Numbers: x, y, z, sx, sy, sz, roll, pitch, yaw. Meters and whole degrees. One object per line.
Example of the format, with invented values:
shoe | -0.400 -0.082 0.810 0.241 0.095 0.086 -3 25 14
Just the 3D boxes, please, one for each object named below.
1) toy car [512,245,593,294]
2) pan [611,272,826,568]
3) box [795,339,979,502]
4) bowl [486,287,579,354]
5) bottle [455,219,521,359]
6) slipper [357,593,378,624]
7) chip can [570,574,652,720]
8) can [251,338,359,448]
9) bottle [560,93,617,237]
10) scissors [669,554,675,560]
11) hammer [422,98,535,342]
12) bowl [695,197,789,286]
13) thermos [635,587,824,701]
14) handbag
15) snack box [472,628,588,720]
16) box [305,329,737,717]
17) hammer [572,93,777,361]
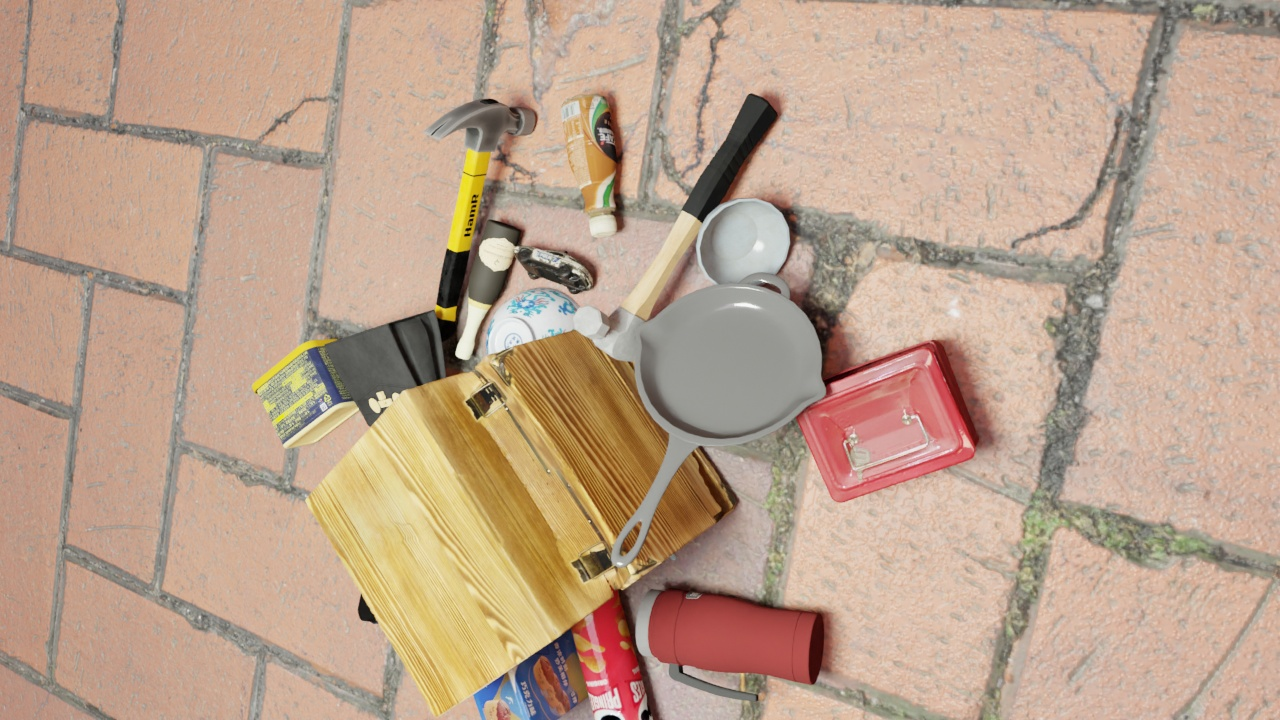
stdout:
toy car | -0.108 -0.119 1.143 0.113 0.048 0.040 21 69 24
pan | 0.062 0.055 0.937 0.217 0.024 0.353 20 66 24
box | 0.254 0.060 0.952 0.158 0.097 0.129 -22 87 21
bowl | -0.142 -0.021 1.145 0.144 0.074 0.144 1 92 26
bottle | -0.204 -0.088 1.189 0.045 0.045 0.185 25 102 23
slipper | -0.275 0.239 1.223 0.265 0.083 0.109 -59 30 2
chip can | -0.035 0.374 1.107 0.073 0.073 0.233 -19 82 25
can | -0.470 0.048 1.308 0.135 0.075 0.104 -33 80 23
bottle | -0.056 -0.233 1.105 0.059 0.059 0.167 -10 87 26
scissors | -0.003 0.187 1.121 0.142 0.015 0.095 13 97 19
hammer | -0.227 -0.169 1.160 0.034 0.169 0.325 27 115 23
bowl | 0.109 -0.133 1.019 0.106 0.039 0.106 -5 116 -11
thermos | 0.098 0.320 1.029 0.199 0.084 0.108 2 73 24
handbag | -0.318 0.049 1.221 0.176 0.072 0.196 -11 99 46
snack box | -0.148 0.336 1.113 0.069 0.154 0.202 -25 81 23
box | -0.112 0.149 1.014 0.287 0.335 0.279 -42 76 35
hammer | 0.051 -0.147 1.029 0.039 0.131 0.328 35 94 35
